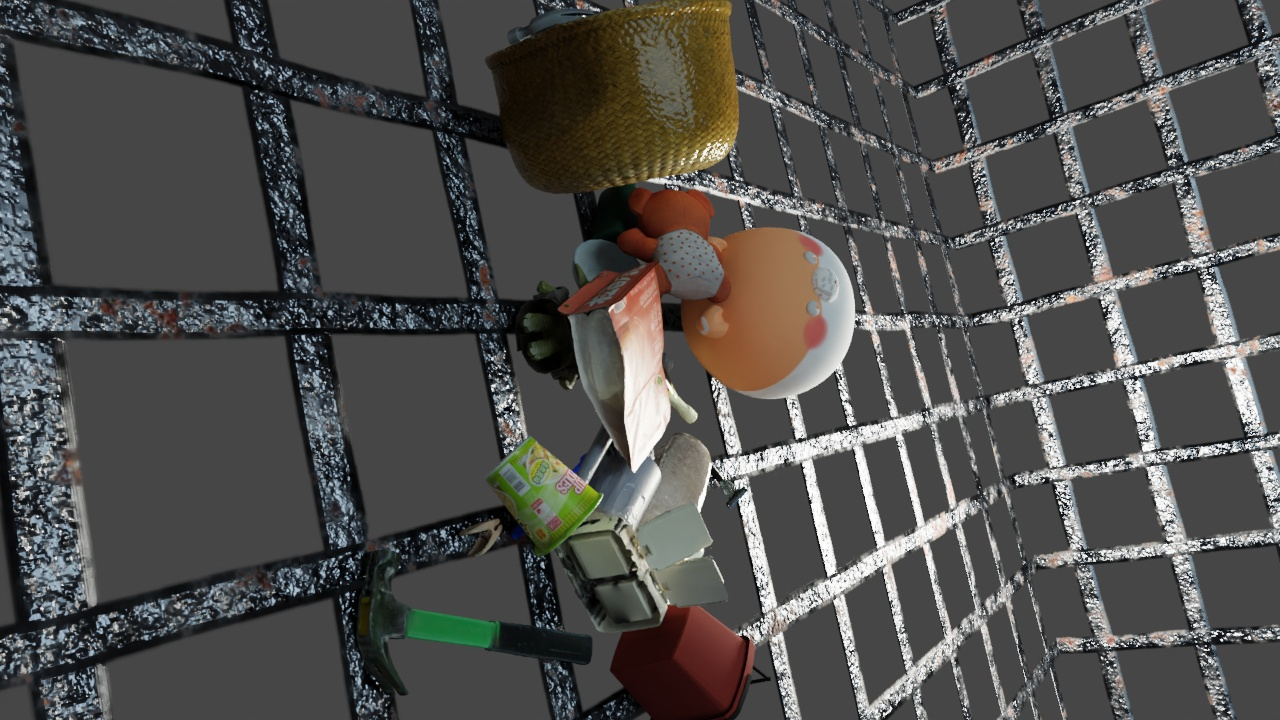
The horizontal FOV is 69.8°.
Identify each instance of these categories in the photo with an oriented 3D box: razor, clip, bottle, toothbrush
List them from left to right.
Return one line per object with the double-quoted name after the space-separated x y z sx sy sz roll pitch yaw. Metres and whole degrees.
-0.175 0.184 0.996 0.041 0.024 0.060 64 27 -17 "clip"
-0.103 0.163 1.110 0.182 0.016 0.018 -45 150 -50 "toothbrush"
-0.027 -0.217 1.332 0.061 0.061 0.131 37 49 -38 "bottle"
0.025 0.033 1.316 0.184 0.045 0.045 45 43 -35 "bottle"
0.110 0.166 1.405 0.042 0.022 0.144 -43 114 -9 "razor"

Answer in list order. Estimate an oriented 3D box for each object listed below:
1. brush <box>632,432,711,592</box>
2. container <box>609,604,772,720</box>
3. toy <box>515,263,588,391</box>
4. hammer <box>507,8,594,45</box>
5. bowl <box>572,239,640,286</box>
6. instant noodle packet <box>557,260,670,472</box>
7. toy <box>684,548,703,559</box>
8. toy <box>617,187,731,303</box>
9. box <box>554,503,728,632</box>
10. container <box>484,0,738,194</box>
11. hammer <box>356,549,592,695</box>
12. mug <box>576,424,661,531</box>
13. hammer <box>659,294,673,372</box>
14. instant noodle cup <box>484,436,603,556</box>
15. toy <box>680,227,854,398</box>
0.031 0.206 1.226 0.083 0.057 0.270 35 43 -10 "brush"
0.077 0.400 1.148 0.201 0.148 0.126 47 41 -20 "container"
-0.093 -0.033 1.149 0.152 0.078 0.179 -7 82 -63 "toy"
-0.048 -0.443 1.370 0.332 0.118 0.025 8 72 -59 "hammer"
-0.049 -0.114 1.258 0.106 0.039 0.106 17 47 -19 "bowl"
-0.007 0.007 1.135 0.164 0.084 0.221 -52 129 -60 "instant noodle packet"
0.047 0.284 1.251 0.122 0.038 0.079 6 79 -51 "toy"
0.048 -0.159 1.266 0.163 0.093 0.172 1 65 -23 "toy"
0.003 0.243 1.079 0.143 0.184 0.050 66 28 -18 "box"
-0.022 -0.327 1.168 0.306 0.308 0.197 -34 117 -54 "container"
-0.160 0.290 0.965 0.318 0.032 0.130 28 54 -47 "hammer"
-0.037 0.156 1.138 0.103 0.084 0.124 -61 138 -44 "mug"
0.025 -0.138 1.400 0.138 0.035 0.313 46 42 -32 "hammer"
-0.113 0.146 1.026 0.108 0.099 0.098 48 38 -3 "instant noodle cup"
0.189 -0.079 1.405 0.280 0.267 0.262 18 64 -39 "toy"
